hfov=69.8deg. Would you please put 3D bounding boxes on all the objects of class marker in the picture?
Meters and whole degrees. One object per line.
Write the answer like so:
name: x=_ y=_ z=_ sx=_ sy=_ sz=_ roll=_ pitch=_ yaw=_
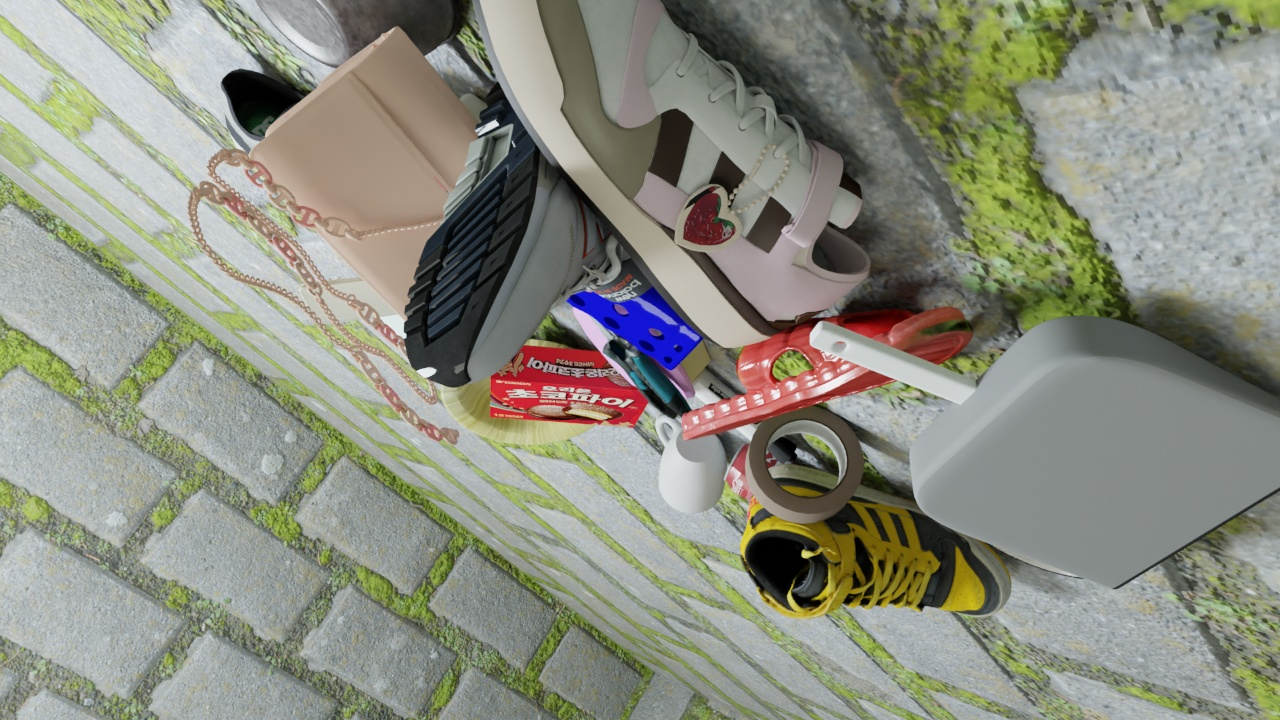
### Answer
marker: x=0.095 y=0.053 z=0.841 sx=0.126 sy=0.025 sz=0.025 roll=39 pitch=159 yaw=-14

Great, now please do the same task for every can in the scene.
can: x=0.134 y=0.122 z=0.897 sx=0.096 sy=0.054 sz=0.054 roll=28 pitch=159 yaw=14

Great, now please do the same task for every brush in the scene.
brush: x=-0.021 y=-0.050 z=0.758 sx=0.089 sy=0.043 sz=0.229 roll=13 pitch=151 yaw=43

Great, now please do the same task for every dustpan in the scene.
dustpan: x=0.209 y=0.038 z=0.500 sx=0.257 sy=0.033 sz=0.164 roll=20 pitch=135 yaw=-11

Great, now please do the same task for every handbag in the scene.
handbag: x=-0.126 y=-0.074 z=0.528 sx=0.199 sy=0.117 sz=0.187 roll=51 pitch=-169 yaw=-30

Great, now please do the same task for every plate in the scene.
plate: x=-0.123 y=0.025 z=1.003 sx=0.184 sy=0.036 sz=0.185 roll=-2 pitch=140 yaw=-2

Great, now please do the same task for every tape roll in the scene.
tape roll: x=0.135 y=0.085 z=0.758 sx=0.094 sy=0.093 sz=0.030 roll=28 pitch=159 yaw=13

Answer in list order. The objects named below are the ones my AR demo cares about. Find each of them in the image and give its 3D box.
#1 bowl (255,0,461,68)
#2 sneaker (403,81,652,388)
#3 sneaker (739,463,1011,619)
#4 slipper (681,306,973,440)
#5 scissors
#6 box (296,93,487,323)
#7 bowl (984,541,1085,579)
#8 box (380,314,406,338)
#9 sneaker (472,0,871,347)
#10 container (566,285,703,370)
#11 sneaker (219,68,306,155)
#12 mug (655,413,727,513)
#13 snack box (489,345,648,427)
bowl: x=-0.190 y=-0.233 z=0.566 sx=0.145 sy=0.067 sz=0.145 roll=29 pitch=159 yaw=12
sneaker: x=-0.041 y=-0.068 z=0.521 sx=0.089 sy=0.239 sz=0.124 roll=-18 pitch=138 yaw=37
sneaker: x=0.197 y=0.178 z=0.788 sx=0.239 sy=0.121 sz=0.086 roll=21 pitch=121 yaw=14
slipper: x=0.110 y=0.000 z=0.609 sx=0.249 sy=0.103 sz=0.059 roll=-29 pitch=74 yaw=55
scissors: x=-0.006 y=0.006 z=0.770 sx=0.130 sy=0.019 sz=0.135 roll=30 pitch=157 yaw=9
box: x=-0.182 y=-0.108 z=0.681 sx=0.081 sy=0.181 sz=0.144 roll=37 pitch=157 yaw=11
bowl: x=0.273 y=0.090 z=0.616 sx=0.115 sy=0.059 sz=0.116 roll=29 pitch=159 yaw=12
box: x=-0.188 y=-0.051 z=0.917 sx=0.199 sy=0.072 sz=0.086 roll=-9 pitch=97 yaw=46
sneaker: x=0.033 y=-0.120 z=0.475 sx=0.117 sy=0.111 sz=0.294 roll=-15 pitch=130 yaw=29
container: x=0.003 y=-0.062 z=0.642 sx=0.113 sy=0.084 sz=0.085 roll=33 pitch=158 yaw=-3
sneaker: x=-0.272 y=-0.173 z=0.801 sx=0.235 sy=0.084 sz=0.079 roll=34 pitch=159 yaw=7
mug: x=0.047 y=0.096 z=0.967 sx=0.107 sy=0.071 sz=0.090 roll=54 pitch=160 yaw=28
snack box: x=-0.072 y=0.028 z=0.914 sx=0.152 sy=0.035 sz=0.133 roll=5 pitch=161 yaw=-8
